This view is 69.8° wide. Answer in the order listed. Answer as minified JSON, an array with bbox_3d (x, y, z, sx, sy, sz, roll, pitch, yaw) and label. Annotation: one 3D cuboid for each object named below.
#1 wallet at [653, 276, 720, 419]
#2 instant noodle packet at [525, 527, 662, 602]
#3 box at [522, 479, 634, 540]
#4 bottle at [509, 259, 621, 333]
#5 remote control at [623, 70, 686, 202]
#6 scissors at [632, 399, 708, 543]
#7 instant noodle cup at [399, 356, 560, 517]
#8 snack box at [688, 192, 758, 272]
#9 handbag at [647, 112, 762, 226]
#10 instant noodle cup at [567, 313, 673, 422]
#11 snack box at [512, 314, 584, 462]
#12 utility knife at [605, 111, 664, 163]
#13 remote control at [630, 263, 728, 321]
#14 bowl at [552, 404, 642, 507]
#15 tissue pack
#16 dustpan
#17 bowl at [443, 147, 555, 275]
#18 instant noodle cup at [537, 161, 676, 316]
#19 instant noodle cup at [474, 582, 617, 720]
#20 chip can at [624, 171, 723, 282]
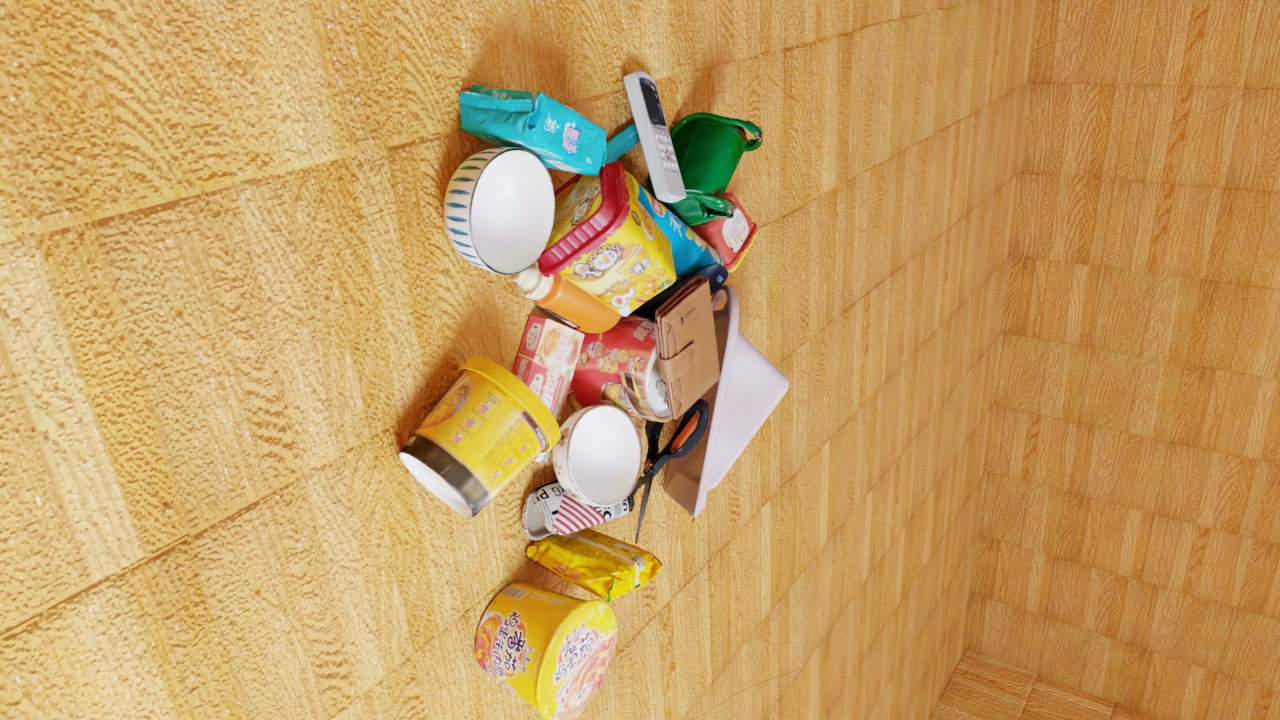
[{"bbox_3d":[0.052,-0.015,1.027,0.107,0.031,0.132,-41,132,-45],"label":"wallet"},{"bbox_3d":[-0.052,0.235,1.070,0.110,0.128,0.044,-10,114,-56],"label":"instant noodle packet"},{"bbox_3d":[-0.081,0.169,1.086,0.163,0.082,0.075,-11,74,-53],"label":"box"},{"bbox_3d":[-0.082,-0.074,0.981,0.149,0.067,0.066,19,85,-50],"label":"bottle"},{"bbox_3d":[0.018,-0.254,1.042,0.058,0.021,0.150,-15,90,-65],"label":"remote control"},{"bbox_3d":[0.019,0.112,1.142,0.021,0.234,0.220,23,42,-19],"label":"scissors"},{"bbox_3d":[-0.156,0.077,0.875,0.114,0.118,0.118,-51,139,-24],"label":"instant noodle cup"},{"bbox_3d":[0.102,-0.169,1.206,0.091,0.082,0.080,-57,132,-31],"label":"snack box"},{"bbox_3d":[0.080,-0.229,1.112,0.068,0.120,0.131,43,67,-47],"label":"handbag"},{"bbox_3d":[-0.006,0.006,1.075,0.137,0.109,0.138,-24,120,-51],"label":"instant noodle cup"},{"bbox_3d":[-0.111,0.032,1.002,0.075,0.025,0.153,23,82,-57],"label":"snack box"},{"bbox_3d":[-0.013,-0.257,1.061,0.165,0.013,0.029,-47,140,-42],"label":"utility knife"},{"bbox_3d":[0.047,-0.074,1.118,0.053,0.137,0.024,28,38,-52],"label":"remote control"},{"bbox_3d":[-0.057,0.107,1.032,0.113,0.062,0.113,7,80,-44],"label":"bowl"},{"bbox_3d":[-0.100,-0.219,0.868,0.133,0.093,0.050,13,93,-58],"label":"tissue pack"},{"bbox_3d":[0.076,0.047,1.193,0.273,0.139,0.223,-51,-173,-7],"label":"dustpan"},{"bbox_3d":[-0.141,-0.142,0.858,0.116,0.066,0.116,-26,123,-49],"label":"bowl"},{"bbox_3d":[-0.032,-0.120,0.942,0.123,0.116,0.115,40,28,-34],"label":"instant noodle cup"},{"bbox_3d":[-0.110,0.318,1.028,0.137,0.110,0.138,-25,121,-51],"label":"instant noodle cup"},{"bbox_3d":[0.020,-0.144,1.082,0.210,0.071,0.071,30,76,-52],"label":"chip can"}]
